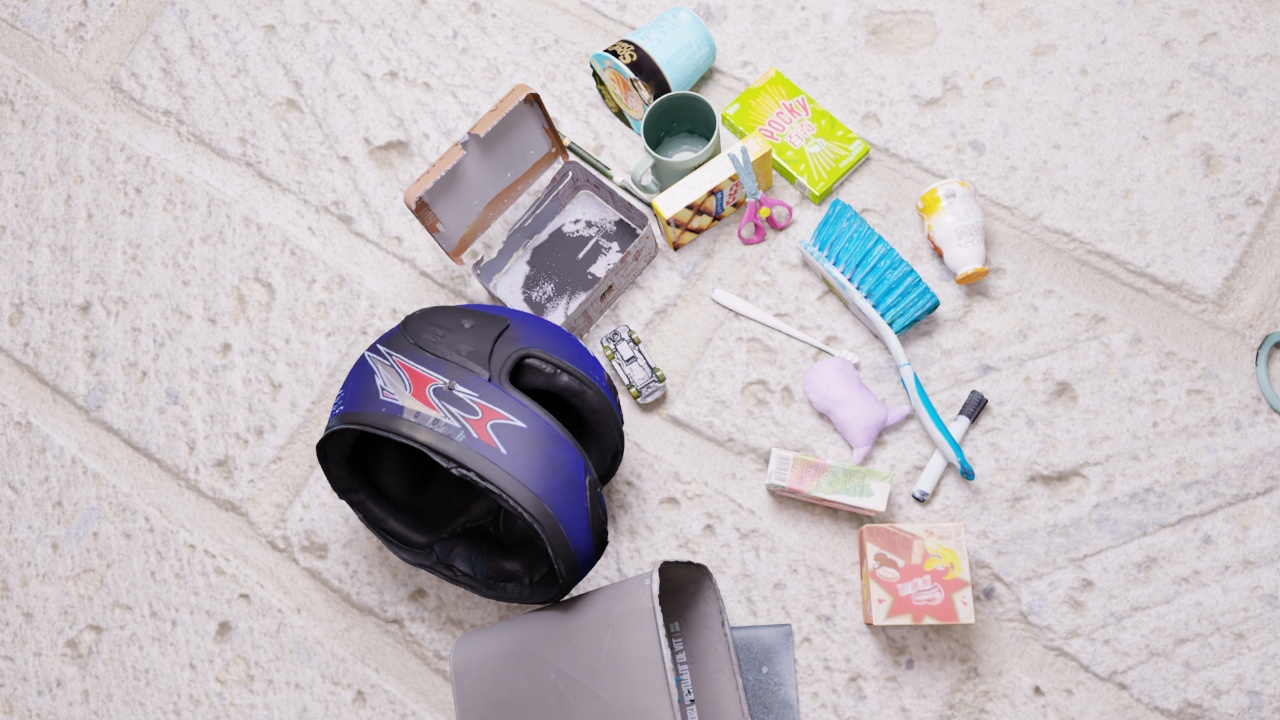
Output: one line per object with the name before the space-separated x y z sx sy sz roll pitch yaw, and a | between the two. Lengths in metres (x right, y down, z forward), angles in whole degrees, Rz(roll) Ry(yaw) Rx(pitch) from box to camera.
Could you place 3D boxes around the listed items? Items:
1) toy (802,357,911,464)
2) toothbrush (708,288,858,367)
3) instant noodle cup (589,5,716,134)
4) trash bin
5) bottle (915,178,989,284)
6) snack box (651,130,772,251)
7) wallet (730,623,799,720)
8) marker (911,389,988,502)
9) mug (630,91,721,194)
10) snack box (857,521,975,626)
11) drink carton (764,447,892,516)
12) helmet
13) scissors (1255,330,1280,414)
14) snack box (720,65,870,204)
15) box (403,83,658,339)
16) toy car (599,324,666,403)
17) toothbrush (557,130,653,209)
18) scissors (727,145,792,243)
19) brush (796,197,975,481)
toy | 0.218 0.041 0.953 0.083 0.039 0.108 -41 77 -7
toothbrush | 0.154 -0.038 0.995 0.180 0.016 0.016 28 78 14
instant noodle cup | 0.022 -0.340 1.055 0.120 0.111 0.111 -42 74 -13
trash bin | -0.034 0.303 0.835 0.220 0.198 0.198 -18 71 17
bottle | 0.335 -0.136 0.973 0.063 0.063 0.108 -14 73 3
snack box | 0.081 -0.185 1.009 0.140 0.087 0.033 -36 72 -3
wallet | 0.106 0.323 0.904 0.097 0.019 0.120 -4 76 6
marker | 0.316 0.088 0.938 0.023 0.018 0.130 24 77 42
mug | 0.037 -0.224 1.015 0.111 0.106 0.082 -41 74 -5
snack box | 0.262 0.206 0.883 0.093 0.077 0.094 -3 75 6
drink carton | 0.188 0.124 0.928 0.122 0.053 0.045 13 81 11
helmet | -0.134 0.070 0.880 0.316 0.248 0.239 16 45 28
scissors | 0.664 0.045 0.905 0.161 0.019 0.179 17 79 11
snack box | 0.175 -0.259 1.048 0.085 0.026 0.156 -43 73 -6
box | -0.098 -0.137 0.971 0.158 0.217 0.180 39 81 27
toy car | -0.006 0.006 0.995 0.042 0.035 0.090 -33 74 -1
toothbrush | -0.031 -0.218 1.072 0.186 0.012 0.017 38 77 15
scissors | 0.114 -0.175 0.986 0.072 0.137 0.017 -33 47 10
brush | 0.271 -0.028 0.954 0.109 0.060 0.314 -40 70 2
